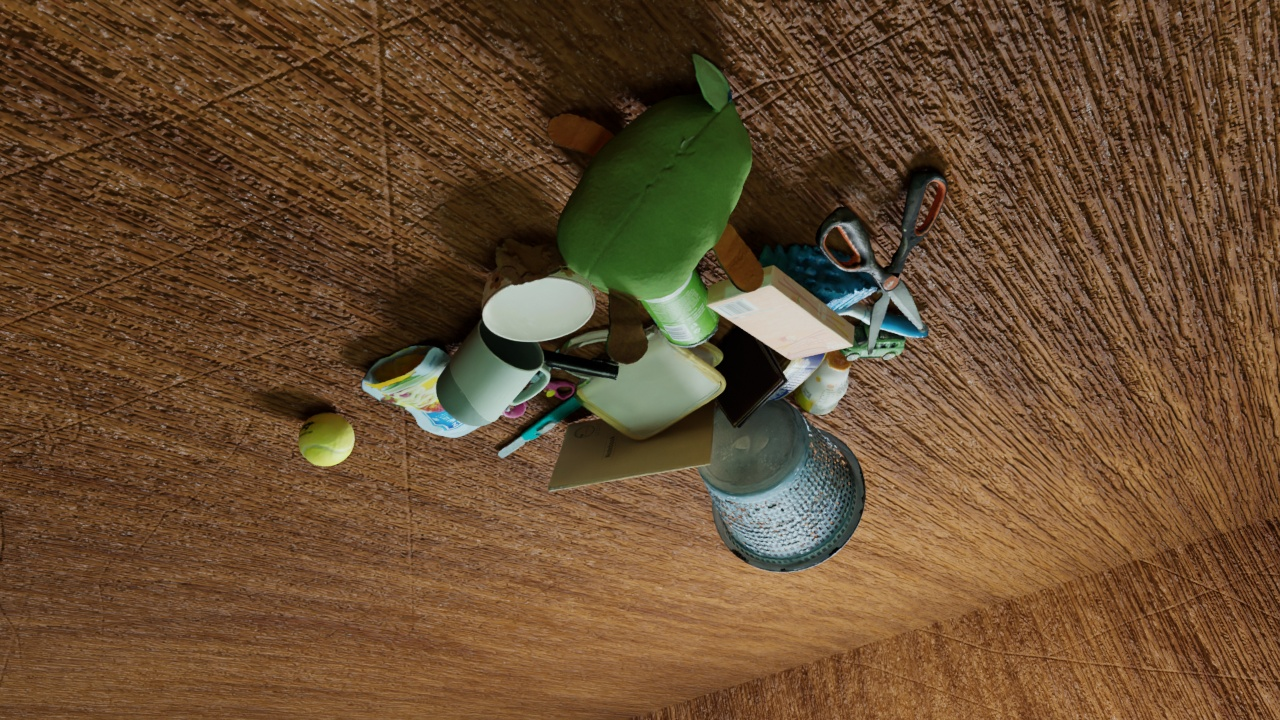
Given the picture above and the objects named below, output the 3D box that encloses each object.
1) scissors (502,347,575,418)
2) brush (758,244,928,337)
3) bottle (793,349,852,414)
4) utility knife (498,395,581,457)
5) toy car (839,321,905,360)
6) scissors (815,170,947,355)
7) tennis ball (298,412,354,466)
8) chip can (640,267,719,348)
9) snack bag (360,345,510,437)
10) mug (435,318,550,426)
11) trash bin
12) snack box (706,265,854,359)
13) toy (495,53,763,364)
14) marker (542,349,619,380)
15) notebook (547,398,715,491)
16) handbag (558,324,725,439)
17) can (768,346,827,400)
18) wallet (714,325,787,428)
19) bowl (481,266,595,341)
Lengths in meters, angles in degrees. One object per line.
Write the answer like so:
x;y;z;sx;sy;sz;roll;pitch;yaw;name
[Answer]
-0.131;0.031;1.129;0.128;0.017;0.133;-32;151;6;scissors
0.244;-0.070;1.061;0.314;0.060;0.110;4;152;-25;brush
0.244;0.025;1.206;0.063;0.063;0.109;-4;149;-13;bottle
-0.128;0.087;1.238;0.029;0.013;0.210;19;138;-40;utility knife
0.291;-0.026;1.158;0.091;0.043;0.036;-4;152;-15;toy car
0.267;-0.103;0.970;0.220;0.021;0.222;20;116;-35;scissors
-0.382;0.096;1.117;0.065;0.065;0.066;-8;150;-5;tennis ball
0.016;-0.094;0.923;0.072;0.072;0.236;-19;149;13;chip can
-0.240;0.044;1.107;0.110;0.038;0.191;-30;147;7;snack bag
-0.160;0.018;1.024;0.111;0.082;0.107;19;126;-36;mug
0.175;0.149;1.249;0.227;0.226;0.195;-20;143;14;trash bin
0.152;-0.048;0.982;0.085;0.026;0.157;-14;149;41;snack box
0.007;-0.126;0.762;0.246;0.227;0.090;-51;179;-8;toy
-0.090;0.000;1.061;0.132;0.020;0.022;11;113;-3;marker
-0.008;0.106;1.176;0.208;0.147;0.008;-11;117;13;notebook
-0.007;0.006;1.108;0.178;0.063;0.164;34;127;-31;handbag
0.169;-0.002;1.128;0.049;0.074;0.149;4;147;-29;can
0.124;0.016;1.124;0.020;0.096;0.123;-16;157;-34;wallet
-0.105;-0.074;0.927;0.113;0.062;0.114;-7;150;-4;bowl
